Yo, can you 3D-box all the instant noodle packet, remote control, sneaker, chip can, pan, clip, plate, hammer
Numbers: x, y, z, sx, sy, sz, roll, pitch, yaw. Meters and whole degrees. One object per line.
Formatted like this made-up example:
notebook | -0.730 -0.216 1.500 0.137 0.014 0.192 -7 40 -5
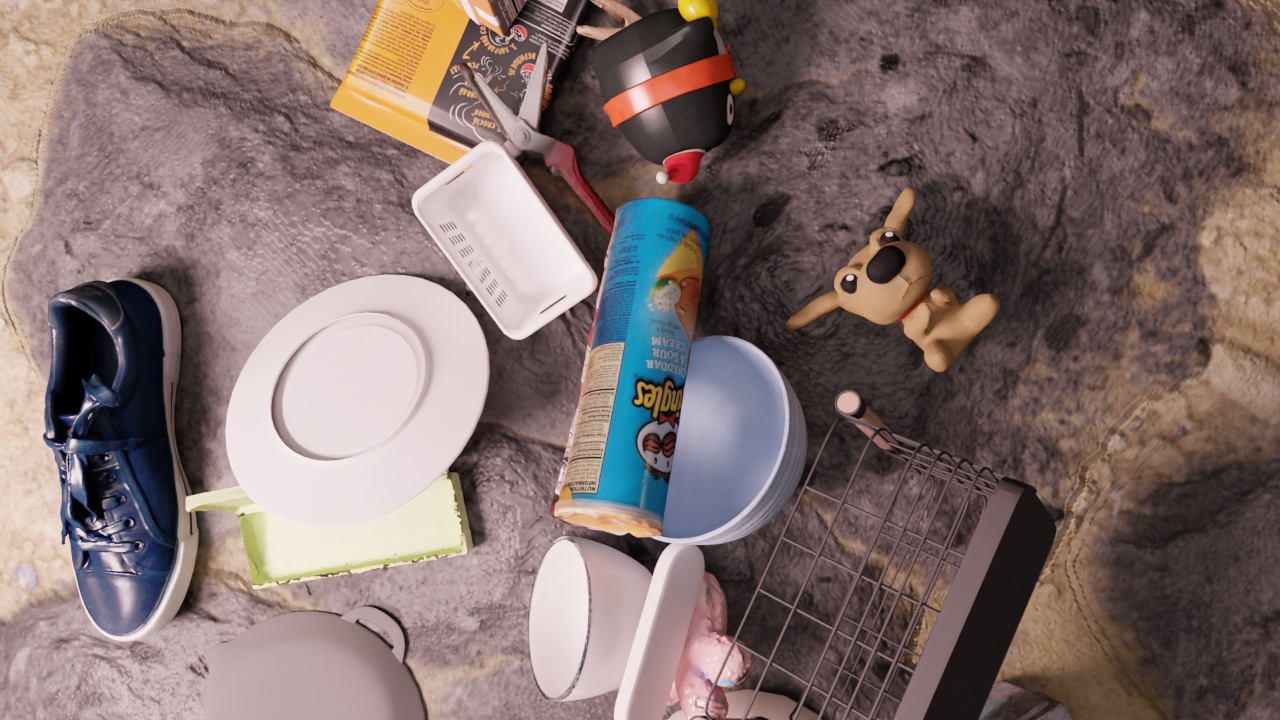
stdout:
instant noodle packet | -0.123 -0.262 0.697 0.160 0.032 0.221 26 96 3
remote control | 0.014 0.192 0.634 0.013 0.043 0.136 9 78 43
sneaker | -0.417 0.082 0.708 0.121 0.127 0.294 0 94 9
chip can | -0.004 0.004 0.634 0.080 0.080 0.229 8 70 7
pan | -0.306 0.354 0.754 0.216 0.024 0.355 34 97 5
clip | -0.017 -0.257 0.681 0.060 0.024 0.041 0 106 -21
plate | -0.213 0.021 0.678 0.209 0.015 0.208 -6 61 10
hammer | 0.300 0.307 0.522 0.079 0.327 0.177 -29 88 -10
plate | 0.076 0.340 0.671 0.188 0.027 0.188 1 87 -10

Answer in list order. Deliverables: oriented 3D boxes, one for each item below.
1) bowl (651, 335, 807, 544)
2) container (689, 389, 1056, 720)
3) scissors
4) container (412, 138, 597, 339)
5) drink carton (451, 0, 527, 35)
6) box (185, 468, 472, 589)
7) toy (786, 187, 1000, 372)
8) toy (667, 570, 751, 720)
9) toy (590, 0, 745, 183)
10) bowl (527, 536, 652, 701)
bowl | 0.059 0.064 0.652 0.151 0.074 0.150 -20 56 34
container | 0.153 0.162 0.587 0.130 0.162 0.241 22 83 35
scissors | -0.088 -0.126 0.694 0.179 0.015 0.199 -42 99 15
container | -0.095 -0.089 0.670 0.081 0.049 0.129 -33 102 13
drink carton | -0.086 -0.299 0.639 0.048 0.076 0.125 35 91 0
box | -0.236 0.116 0.717 0.188 0.064 0.130 -13 133 9
toy | 0.185 -0.044 0.639 0.108 0.105 0.134 42 93 15
toy | 0.037 0.213 0.668 0.053 0.105 0.108 22 99 -32
toy | 0.024 -0.188 0.653 0.100 0.097 0.119 -20 99 8
bowl | -0.032 0.188 0.670 0.065 0.116 0.116 10 94 -26
